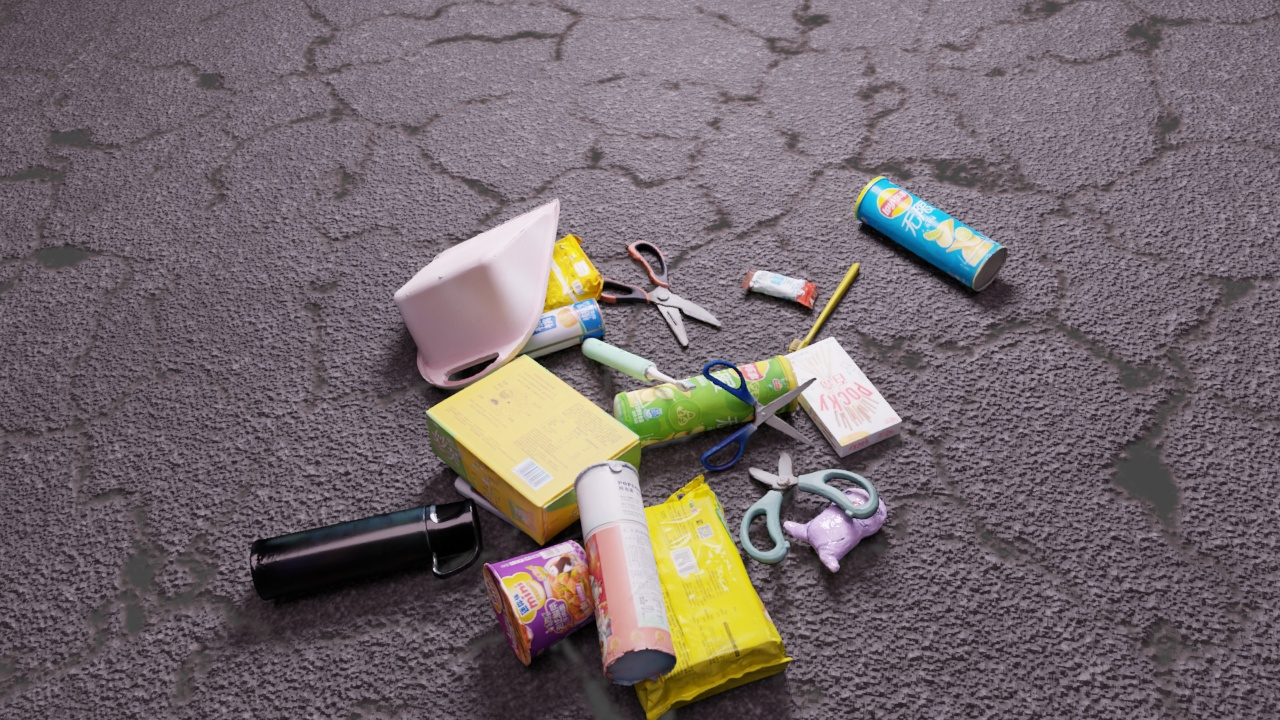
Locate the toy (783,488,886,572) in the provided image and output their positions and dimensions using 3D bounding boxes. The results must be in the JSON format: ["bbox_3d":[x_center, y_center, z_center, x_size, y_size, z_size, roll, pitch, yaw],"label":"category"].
[{"bbox_3d":[0.222,0.180,1.013,0.107,0.039,0.084,-34,46,-20],"label":"toy"}]

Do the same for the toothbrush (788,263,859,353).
[{"bbox_3d":[0.250,-0.070,1.240,0.017,0.016,0.189,20,54,29],"label":"toothbrush"}]

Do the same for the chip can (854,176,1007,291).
[{"bbox_3d":[0.401,-0.178,1.280,0.071,0.071,0.210,-34,55,-22],"label":"chip can"}]

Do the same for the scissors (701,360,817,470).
[{"bbox_3d":[0.133,0.067,1.084,0.162,0.173,0.012,-55,15,5],"label":"scissors"}]

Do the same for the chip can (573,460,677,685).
[{"bbox_3d":[-0.018,0.204,0.906,0.071,0.071,0.214,-11,47,-4],"label":"chip can"}]

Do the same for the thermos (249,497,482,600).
[{"bbox_3d":[-0.300,0.215,1.016,0.242,0.068,0.089,-11,45,-4],"label":"thermos"}]

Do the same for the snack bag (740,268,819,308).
[{"bbox_3d":[0.193,-0.101,1.265,0.104,0.026,0.048,14,46,18],"label":"snack bag"}]

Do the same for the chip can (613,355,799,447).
[{"bbox_3d":[0.078,0.052,1.116,0.221,0.073,0.072,-13,49,-5],"label":"chip can"}]

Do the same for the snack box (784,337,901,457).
[{"bbox_3d":[0.243,0.042,1.137,0.084,0.027,0.156,-21,50,-12],"label":"snack box"}]

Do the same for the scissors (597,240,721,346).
[{"bbox_3d":[0.016,-0.098,1.290,0.226,0.015,0.188,8,51,12],"label":"scissors"}]

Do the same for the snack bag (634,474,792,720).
[{"bbox_3d":[0.044,0.239,0.963,0.158,0.068,0.246,-17,49,-9],"label":"snack bag"}]

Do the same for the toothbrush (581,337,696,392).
[{"bbox_3d":[-0.007,0.007,1.135,0.027,0.026,0.225,-10,19,-32],"label":"toothbrush"}]

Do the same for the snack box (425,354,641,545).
[{"bbox_3d":[-0.126,0.098,1.080,0.210,0.070,0.157,33,49,31],"label":"snack box"}]

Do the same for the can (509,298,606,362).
[{"bbox_3d":[-0.118,-0.039,1.226,0.134,0.053,0.053,-18,50,-10],"label":"can"}]

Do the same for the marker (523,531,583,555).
[{"bbox_3d":[-0.107,0.211,1.006,0.124,0.018,0.015,-27,71,12],"label":"marker"}]

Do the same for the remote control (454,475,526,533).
[{"bbox_3d":[-0.155,0.159,1.082,0.136,0.020,0.055,26,57,25],"label":"remote control"}]

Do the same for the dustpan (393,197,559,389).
[{"bbox_3d":[-0.212,-0.083,1.250,0.223,0.139,0.272,-19,19,26],"label":"dustpan"}]

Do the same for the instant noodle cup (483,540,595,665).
[{"bbox_3d":[-0.097,0.245,0.953,0.099,0.112,0.111,-19,50,-23],"label":"instant noodle cup"}]

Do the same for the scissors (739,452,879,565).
[{"bbox_3d":[0.187,0.155,1.016,0.181,0.019,0.169,-11,33,20],"label":"scissors"}]

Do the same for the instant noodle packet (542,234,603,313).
[{"bbox_3d":[-0.114,-0.112,1.290,0.111,0.044,0.128,-29,48,0],"label":"instant noodle packet"}]
